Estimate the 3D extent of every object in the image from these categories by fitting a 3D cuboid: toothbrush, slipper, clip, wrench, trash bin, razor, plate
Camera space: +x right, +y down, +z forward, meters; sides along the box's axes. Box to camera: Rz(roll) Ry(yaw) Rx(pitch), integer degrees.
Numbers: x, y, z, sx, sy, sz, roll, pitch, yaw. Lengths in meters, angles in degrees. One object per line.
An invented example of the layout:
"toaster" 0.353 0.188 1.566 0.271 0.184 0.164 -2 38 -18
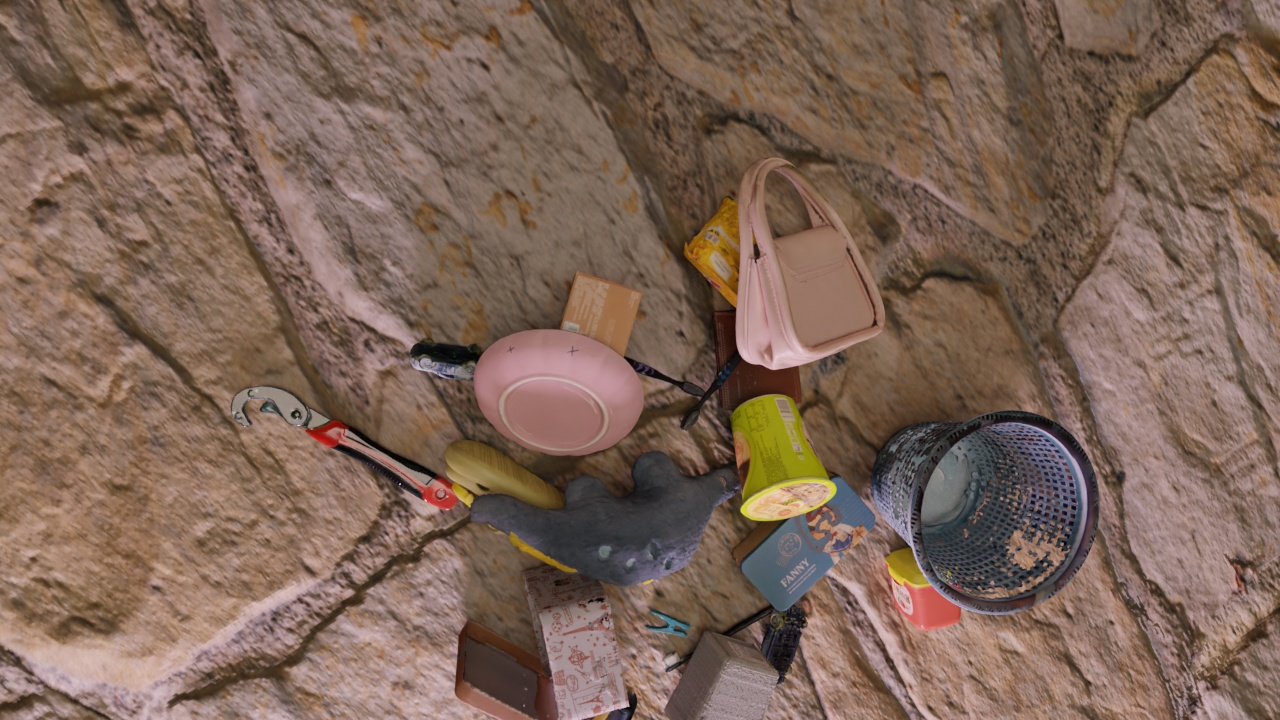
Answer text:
"toothbrush" 0.107 0.339 1.146 0.181 0.016 0.018 -26 90 -6
"toothbrush" 0.107 0.009 1.093 0.014 0.016 0.189 37 95 -10
"slipper" -0.149 0.164 1.051 0.190 0.091 0.081 32 91 -14
"toothbrush" -0.007 0.006 1.099 0.189 0.017 0.014 22 87 -9
"clip" 0.035 0.326 1.133 0.056 0.014 0.040 18 92 -11
"wrench" -0.332 0.099 1.049 0.273 0.016 0.056 27 89 -11
"trash bin" 0.382 0.160 1.087 0.226 0.195 0.226 -1 94 -9
"razor" -0.044 0.430 1.073 0.062 0.067 0.168 -13 140 -37
"plate" -0.093 0.047 1.014 0.192 0.039 0.193 4 135 4

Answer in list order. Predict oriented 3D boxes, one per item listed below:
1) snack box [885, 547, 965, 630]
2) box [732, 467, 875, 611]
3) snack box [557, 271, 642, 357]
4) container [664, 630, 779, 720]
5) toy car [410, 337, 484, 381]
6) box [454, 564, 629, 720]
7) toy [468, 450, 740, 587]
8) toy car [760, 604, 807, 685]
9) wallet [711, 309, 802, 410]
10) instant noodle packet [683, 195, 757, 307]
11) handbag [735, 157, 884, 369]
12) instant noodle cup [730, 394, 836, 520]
"snack box" 0.359 0.285 1.149 0.082 0.091 0.080 -11 103 -8
"box" 0.195 0.222 1.129 0.184 0.061 0.090 -45 100 -5
"snack box" -0.051 -0.041 1.041 0.077 0.094 0.092 16 87 -7
"container" 0.100 0.399 1.104 0.090 0.090 0.114 22 93 -21
"toy car" -0.218 0.001 1.049 0.090 0.042 0.034 8 127 -15
"box" -0.123 0.328 1.024 0.177 0.182 0.153 -10 96 -12
"toy" -0.007 0.179 1.026 0.355 0.092 0.137 -8 61 -29
"toy car" 0.173 0.355 1.147 0.049 0.031 0.105 14 94 -30
"wallet" 0.141 -0.003 1.116 0.101 0.032 0.124 -6 95 -7
"instant noodle packet" 0.116 -0.118 1.085 0.128 0.044 0.110 44 60 -12
"handbag" 0.176 -0.117 1.041 0.192 0.094 0.234 -20 97 -45
"instant noodle cup" 0.158 0.110 1.077 0.111 0.112 0.123 -7 58 -9
